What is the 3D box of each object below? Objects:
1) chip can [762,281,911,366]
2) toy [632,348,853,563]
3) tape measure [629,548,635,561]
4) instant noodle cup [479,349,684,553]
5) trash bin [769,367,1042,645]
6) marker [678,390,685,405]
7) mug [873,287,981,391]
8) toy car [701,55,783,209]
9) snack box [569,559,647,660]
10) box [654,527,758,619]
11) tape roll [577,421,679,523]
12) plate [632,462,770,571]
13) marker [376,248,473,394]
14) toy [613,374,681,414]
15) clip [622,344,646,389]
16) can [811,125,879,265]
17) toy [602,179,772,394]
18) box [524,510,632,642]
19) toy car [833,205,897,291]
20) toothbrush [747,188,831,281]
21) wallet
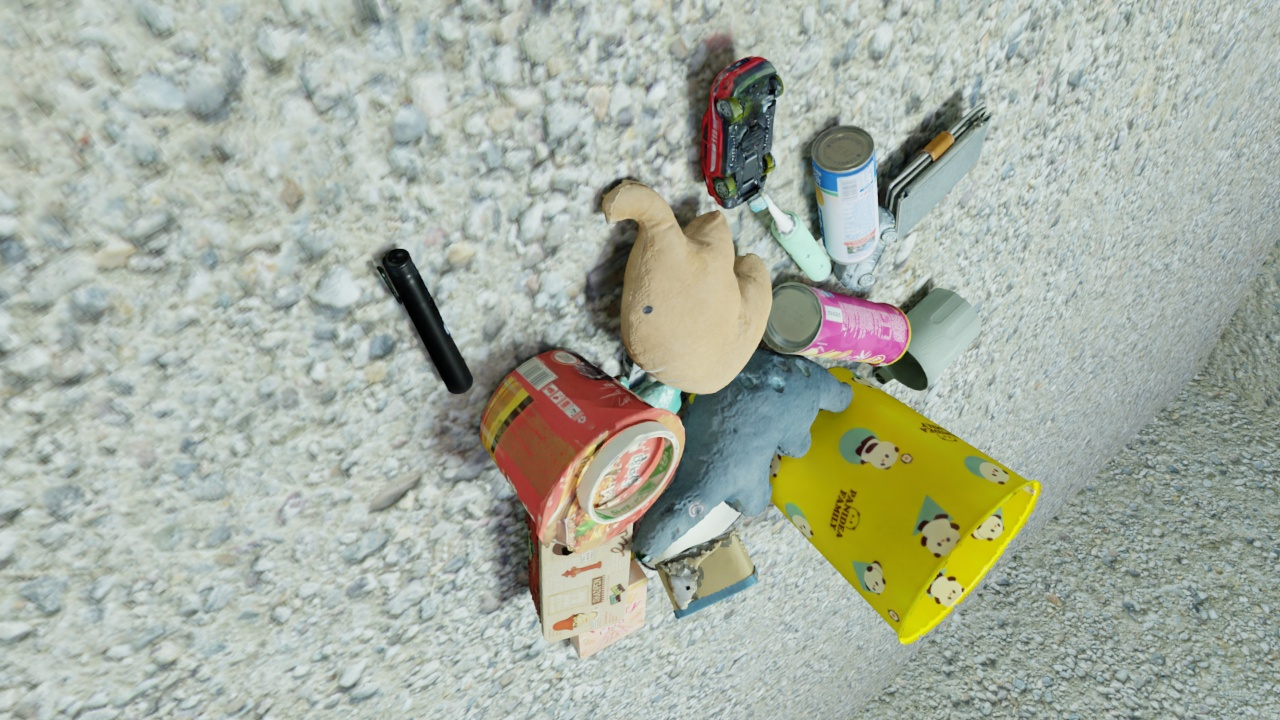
[{"bbox_3d":[0.205,-0.035,0.949,0.210,0.071,0.071,5,120,-51],"label":"chip can"},{"bbox_3d":[0.107,0.065,0.896,0.355,0.091,0.138,-34,121,-39],"label":"toy"},{"bbox_3d":[-0.035,0.209,0.959,0.060,0.029,0.057,-36,151,5],"label":"tape measure"},{"bbox_3d":[-0.050,0.063,0.714,0.137,0.108,0.138,-30,143,-26],"label":"instant noodle cup"},{"bbox_3d":[0.279,0.153,1.061,0.229,0.255,0.230,-31,143,-26],"label":"trash bin"},{"bbox_3d":[-0.012,0.060,0.844,0.130,0.018,0.023,-28,168,-28],"label":"marker"},{"bbox_3d":[0.348,-0.022,1.137,0.103,0.083,0.124,-41,174,-13],"label":"mug"},{"bbox_3d":[0.070,-0.167,0.673,0.052,0.045,0.121,-34,151,-24],"label":"toy car"},{"bbox_3d":[-0.036,0.274,0.998,0.084,0.026,0.157,-25,151,-17],"label":"snack box"},{"bbox_3d":[0.070,0.210,0.923,0.090,0.059,0.184,-25,167,5],"label":"box"},{"bbox_3d":[-0.008,0.082,0.668,0.085,0.014,0.086,-30,143,-26],"label":"tape roll"},{"bbox_3d":[0.062,0.144,0.997,0.192,0.039,0.193,-30,144,-26],"label":"plate"},{"bbox_3d":[-0.139,-0.021,0.604,0.022,0.020,0.132,-39,146,-18],"label":"marker"},{"bbox_3d":[-0.004,0.038,0.801,0.091,0.030,0.097,-18,148,-18],"label":"toy"},{"bbox_3d":[-0.004,0.006,0.793,0.024,0.029,0.057,-25,147,-24],"label":"clip"},{"bbox_3d":[0.186,-0.145,0.826,0.053,0.053,0.135,-41,147,-11],"label":"can"},{"bbox_3d":[0.033,-0.051,0.727,0.226,0.083,0.143,34,73,-56],"label":"toy"},{"bbox_3d":[-0.063,0.178,0.856,0.091,0.076,0.169,-12,134,-17],"label":"box"},{"bbox_3d":[0.224,-0.113,0.919,0.034,0.042,0.091,11,127,-16],"label":"toy car"},{"bbox_3d":[0.133,-0.108,0.797,0.027,0.026,0.224,-34,160,13],"label":"toothbrush"},{"bbox_3d":[0.294,-0.191,0.923,0.129,0.037,0.106,-44,158,-6],"label":"wallet"}]
